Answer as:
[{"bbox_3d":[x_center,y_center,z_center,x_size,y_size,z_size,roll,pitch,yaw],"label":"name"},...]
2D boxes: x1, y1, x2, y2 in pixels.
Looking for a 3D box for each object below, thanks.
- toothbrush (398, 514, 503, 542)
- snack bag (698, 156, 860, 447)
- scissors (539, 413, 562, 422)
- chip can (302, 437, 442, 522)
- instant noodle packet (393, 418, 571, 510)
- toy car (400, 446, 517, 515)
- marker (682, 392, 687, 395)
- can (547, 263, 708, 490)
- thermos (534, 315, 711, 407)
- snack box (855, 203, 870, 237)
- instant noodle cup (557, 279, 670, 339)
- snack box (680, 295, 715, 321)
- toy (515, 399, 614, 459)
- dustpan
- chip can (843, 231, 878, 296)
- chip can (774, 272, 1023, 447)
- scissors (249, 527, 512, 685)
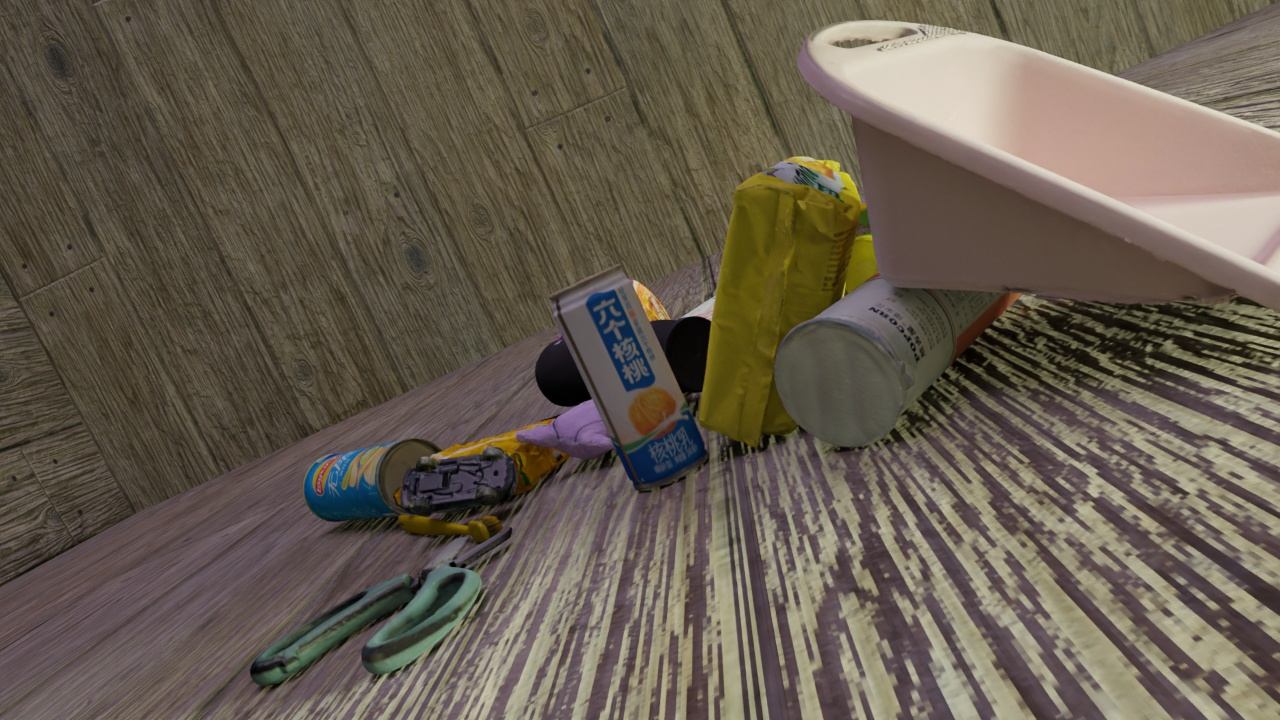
[{"bbox_3d":[-0.147,0.124,0.692,0.016,0.015,0.190,-23,5,-32],"label":"toothbrush"},{"bbox_3d":[0.104,-0.050,0.622,0.068,0.158,0.245,12,20,14],"label":"snack bag"},{"bbox_3d":[-0.050,0.054,0.870,0.227,0.015,0.188,-20,9,36],"label":"scissors"},{"bbox_3d":[-0.256,0.116,0.876,0.071,0.071,0.211,-30,9,-37],"label":"chip can"},{"bbox_3d":[-0.122,0.086,0.756,0.129,0.044,0.110,-16,10,23],"label":"instant noodle packet"},{"bbox_3d":[-0.133,0.093,0.679,0.091,0.034,0.042,-11,50,12],"label":"toy car"},{"bbox_3d":[0.065,0.008,0.833,0.123,0.015,0.018,-28,9,-35],"label":"marker"},{"bbox_3d":[-0.008,0.010,0.574,0.053,0.134,0.053,-24,7,3],"label":"can"},{"bbox_3d":[-0.005,0.005,0.808,0.089,0.068,0.243,-1,-3,-30],"label":"thermos"},{"bbox_3d":[0.290,-0.148,0.945,0.209,0.070,0.158,-24,6,-34],"label":"snack box"},{"bbox_3d":[-0.028,-0.015,0.984,0.099,0.111,0.111,-31,3,28],"label":"instant noodle cup"},{"bbox_3d":[0.060,-0.028,0.909,0.156,0.027,0.085,-33,16,-33],"label":"snack box"},{"bbox_3d":[-0.039,0.052,0.729,0.084,0.039,0.107,4,15,22],"label":"toy"},{"bbox_3d":[0.218,-0.120,0.457,0.274,0.139,0.221,4,22,41],"label":"dustpan"},{"bbox_3d":[0.265,-0.109,0.784,0.220,0.072,0.073,-29,9,-30],"label":"chip can"},{"bbox_3d":[0.163,-0.027,0.537,0.071,0.071,0.214,-17,10,45],"label":"chip can"},{"bbox_3d":[-0.154,0.148,0.536,0.181,0.019,0.170,-24,9,8],"label":"scissors"}]
